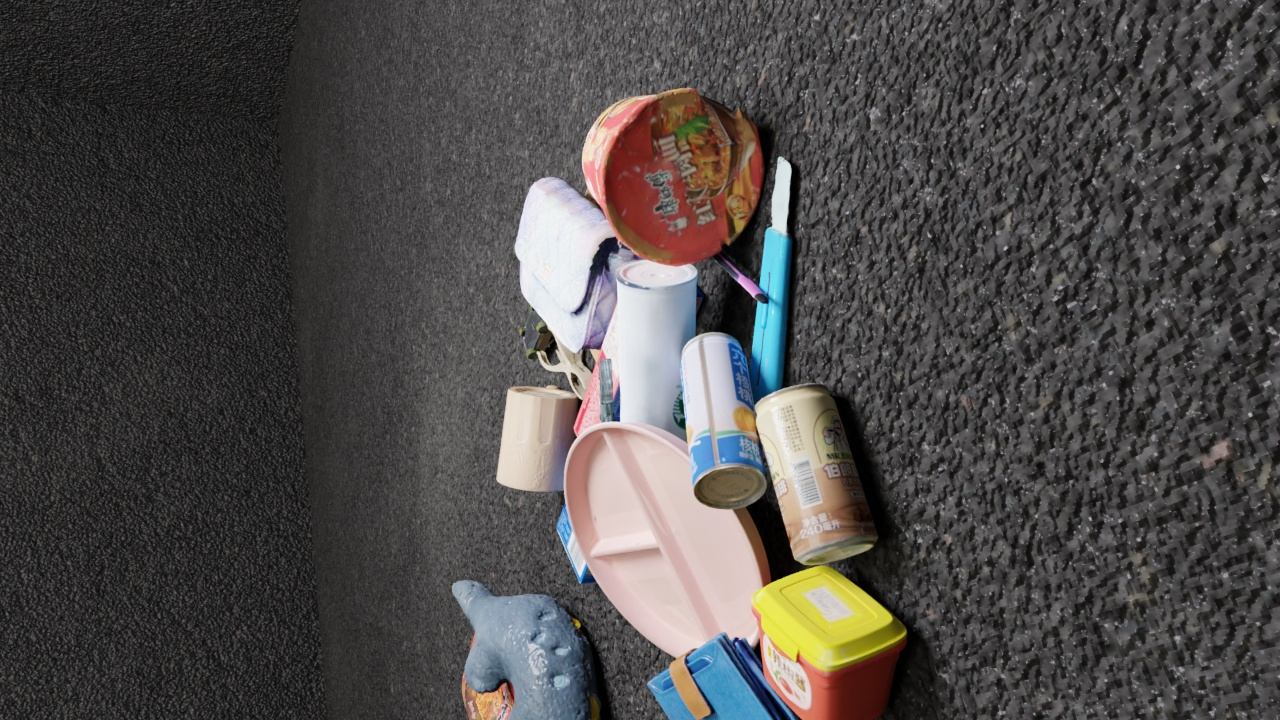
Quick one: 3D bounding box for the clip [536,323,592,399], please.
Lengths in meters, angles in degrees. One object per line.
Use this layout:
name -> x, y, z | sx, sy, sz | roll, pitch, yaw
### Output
clip -> -0.077, -0.009, 1.024 | 0.103, 0.035, 0.093 | 31, 118, 52

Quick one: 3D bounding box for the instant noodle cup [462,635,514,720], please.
instant noodle cup -> -0.160, 0.424, 1.130 | 0.188, 0.079, 0.165 | 56, 136, 44

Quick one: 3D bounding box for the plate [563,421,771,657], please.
plate -> 0.020, 0.153, 0.776 | 0.230, 0.028, 0.230 | 27, 130, 37

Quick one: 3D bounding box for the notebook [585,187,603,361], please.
notebook -> -0.037, -0.078, 0.977 | 0.207, 0.008, 0.148 | 61, 140, 41

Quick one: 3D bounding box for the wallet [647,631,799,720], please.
wallet -> 0.066, 0.282, 0.741 | 0.106, 0.040, 0.133 | 55, 140, 14

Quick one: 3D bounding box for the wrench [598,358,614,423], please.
wrench -> -0.028, 0.114, 0.866 | 0.056, 0.016, 0.274 | -96, 4, -57

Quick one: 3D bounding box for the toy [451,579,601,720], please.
toy -> -0.120, 0.340, 1.021 | 0.138, 0.091, 0.356 | -55, 46, 9

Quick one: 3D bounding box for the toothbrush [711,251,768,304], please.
toothbrush -> 0.064, -0.087, 0.770 | 0.189, 0.014, 0.018 | -123, 32, -54

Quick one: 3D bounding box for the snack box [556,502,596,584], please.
snack box -> -0.048, 0.153, 0.977 | 0.084, 0.026, 0.157 | 58, 139, 44

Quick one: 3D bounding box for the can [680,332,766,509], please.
can -> 0.060, 0.042, 0.692 | 0.134, 0.053, 0.053 | -93, 24, -43

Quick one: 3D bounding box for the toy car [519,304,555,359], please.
toy car -> -0.118, -0.037, 1.095 | 0.091, 0.035, 0.042 | -57, 41, 45

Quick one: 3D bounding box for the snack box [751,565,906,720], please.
snack box -> 0.126, 0.196, 0.618 | 0.091, 0.082, 0.080 | 34, 133, 57

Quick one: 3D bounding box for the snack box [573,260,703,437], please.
snack box -> -0.005, 0.005, 0.870 | 0.058, 0.057, 0.208 | 61, 140, 45

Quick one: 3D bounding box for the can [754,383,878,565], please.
can -> 0.121, 0.079, 0.639 | 0.059, 0.058, 0.116 | -46, 51, 52

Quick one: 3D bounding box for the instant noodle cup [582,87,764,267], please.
instant noodle cup -> 0.017, -0.157, 0.760 | 0.108, 0.137, 0.138 | -133, 50, -62

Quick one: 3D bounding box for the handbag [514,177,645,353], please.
handbag -> -0.067, -0.097, 0.942 | 0.194, 0.075, 0.134 | 45, 128, 51

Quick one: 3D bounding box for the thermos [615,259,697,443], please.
thermos -> 0.017, 0.029, 0.788 | 0.073, 0.073, 0.224 | 41, 137, 54

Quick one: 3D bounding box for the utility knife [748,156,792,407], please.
utility knife -> 0.103, -0.058, 0.713 | 0.034, 0.018, 0.199 | 15, 102, 61

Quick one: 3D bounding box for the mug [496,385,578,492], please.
mug -> -0.111, 0.084, 1.040 | 0.124, 0.084, 0.103 | -48, -35, -83
